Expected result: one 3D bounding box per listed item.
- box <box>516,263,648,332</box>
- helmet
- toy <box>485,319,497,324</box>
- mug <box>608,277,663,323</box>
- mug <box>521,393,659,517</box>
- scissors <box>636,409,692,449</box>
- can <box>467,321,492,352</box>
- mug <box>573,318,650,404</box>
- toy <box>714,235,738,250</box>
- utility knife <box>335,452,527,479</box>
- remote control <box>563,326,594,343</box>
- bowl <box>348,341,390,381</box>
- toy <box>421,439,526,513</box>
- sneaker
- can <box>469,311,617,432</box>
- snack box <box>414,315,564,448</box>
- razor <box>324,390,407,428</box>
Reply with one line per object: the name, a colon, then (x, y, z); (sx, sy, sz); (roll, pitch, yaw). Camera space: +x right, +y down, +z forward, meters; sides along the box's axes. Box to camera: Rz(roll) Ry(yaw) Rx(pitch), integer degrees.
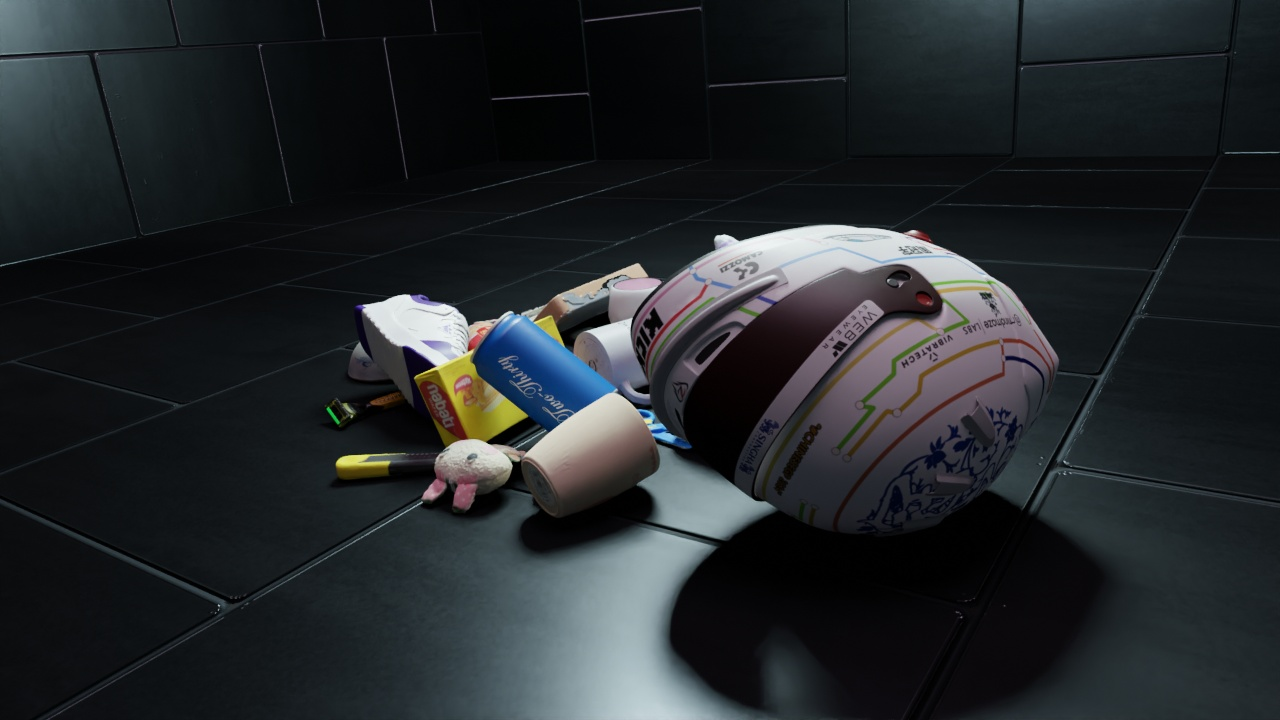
box: (-0.098, -0.087, 1.409); (0.157, 0.071, 0.215); (-5, 15, 38)
helmet: (0.173, 0.023, 0.732); (0.313, 0.232, 0.236); (-11, 51, -30)
toy: (-0.221, -0.016, 1.252); (0.066, 0.050, 0.102); (-35, 4, 36)
mug: (-0.010, -0.076, 1.308); (0.090, 0.076, 0.124); (-16, 22, -30)
mug: (-0.055, 0.093, 0.839); (0.104, 0.085, 0.112); (-29, 0, -28)
scissors: (0.007, 0.074, 0.964); (0.130, 0.014, 0.125); (-20, 24, -36)
can: (-0.184, -0.005, 1.162); (0.066, 0.067, 0.124); (-14, 20, -24)
mug: (-0.007, 0.006, 1.085); (0.096, 0.083, 0.119); (-18, 51, -32)
toy: (0.099, -0.068, 1.165); (0.086, 0.138, 0.208); (2, 29, 28)
utility knife: (-0.191, 0.102, 0.933); (0.233, 0.020, 0.028); (-3, 21, -1)
remote control: (-0.060, -0.027, 1.268); (0.045, 0.021, 0.140); (-12, 19, -24)
bowl: (-0.332, -0.023, 1.262); (0.151, 0.057, 0.150); (-9, 17, 3)
toy: (-0.158, 0.102, 0.877); (0.087, 0.050, 0.112); (8, 39, 43)
sneaker: (-0.244, -0.011, 1.112); (0.110, 0.092, 0.244); (-23, 41, -33)
can: (-0.098, 0.021, 0.948); (0.146, 0.079, 0.078); (38, 28, 4)
snack box: (-0.153, 0.024, 1.022); (0.042, 0.092, 0.200); (-17, 8, 36)
razor: (-0.304, 0.048, 1.111); (0.143, 0.021, 0.044); (-18, 42, -33)
